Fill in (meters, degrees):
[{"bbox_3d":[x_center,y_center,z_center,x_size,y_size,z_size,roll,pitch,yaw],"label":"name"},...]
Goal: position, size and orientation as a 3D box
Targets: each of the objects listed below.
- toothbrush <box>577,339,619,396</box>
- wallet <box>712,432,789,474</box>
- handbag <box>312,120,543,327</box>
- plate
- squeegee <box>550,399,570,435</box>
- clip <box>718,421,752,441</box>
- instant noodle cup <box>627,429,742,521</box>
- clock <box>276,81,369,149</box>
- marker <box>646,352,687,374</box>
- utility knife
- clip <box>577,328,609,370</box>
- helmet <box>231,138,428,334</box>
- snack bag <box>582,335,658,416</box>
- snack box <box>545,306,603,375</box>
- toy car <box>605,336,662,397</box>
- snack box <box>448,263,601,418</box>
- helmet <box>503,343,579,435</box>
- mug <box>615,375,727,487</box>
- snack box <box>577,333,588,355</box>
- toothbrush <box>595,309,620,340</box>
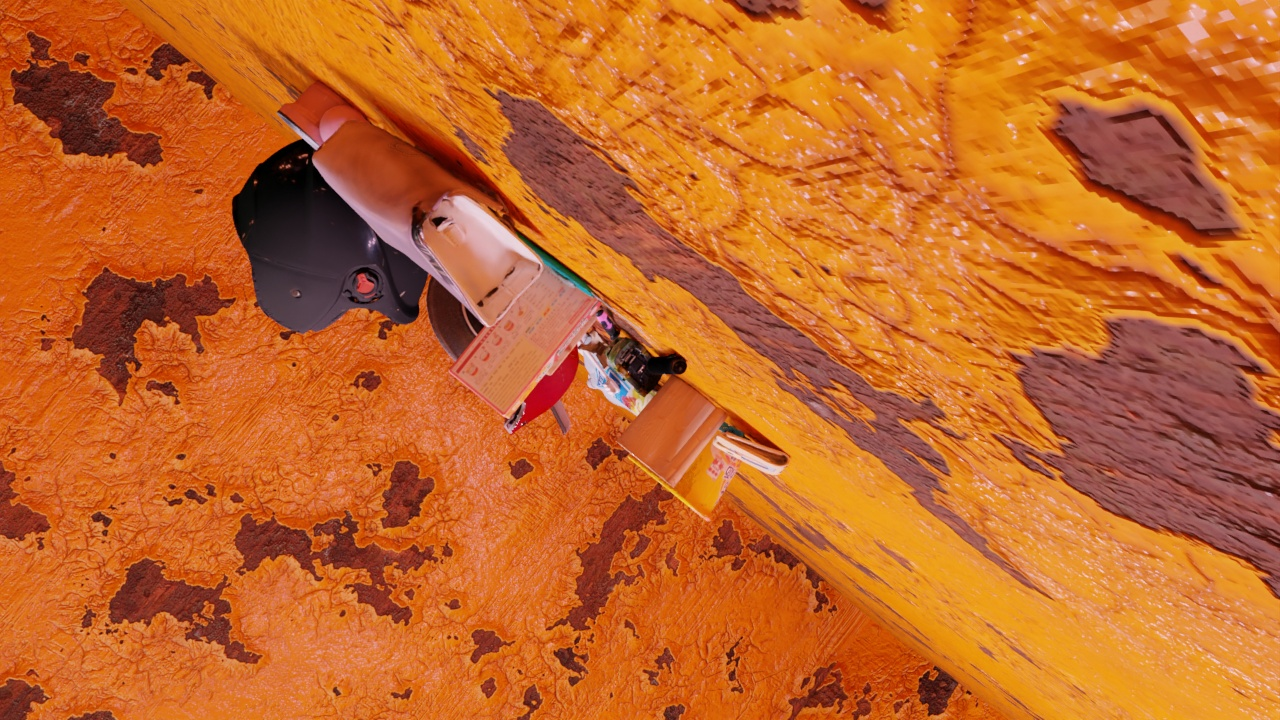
[{"bbox_3d":[-0.089,-0.022,1.328,0.180,0.016,0.016,53,148,-7],"label":"toothbrush"},{"bbox_3d":[0.124,0.103,1.039,0.087,0.024,0.115,20,172,8],"label":"wallet"},{"bbox_3d":[-0.198,-0.138,0.855,0.197,0.098,0.145,36,176,38],"label":"handbag"},{"bbox_3d":[-0.162,-0.057,1.072,0.179,0.179,0.024,40,140,-17],"label":"plate"},{"bbox_3d":[-0.150,-0.038,1.472,0.249,0.040,0.248,-89,-26,-72],"label":"squeegee"},{"bbox_3d":[0.112,0.087,1.106,0.043,0.014,0.056,41,172,-37],"label":"clip"},{"bbox_3d":[0.069,0.128,1.214,0.138,0.109,0.138,39,174,4],"label":"instant noodle cup"},{"bbox_3d":[-0.331,-0.250,1.028,0.158,0.059,0.117,37,174,32],"label":"clock"},{"bbox_3d":[0.026,0.004,0.957,0.022,0.020,0.132,56,173,-5],"label":"marker"},{"bbox_3d":[-0.078,-0.087,0.919,0.216,0.013,0.029,36,178,18],"label":"utility knife"},{"bbox_3d":[-0.049,-0.008,1.280,0.093,0.035,0.103,38,179,20],"label":"clip"},{"bbox_3d":[-0.386,-0.167,1.200,0.274,0.231,0.233,28,-160,-26],"label":"helmet"},{"bbox_3d":[-0.013,0.047,1.361,0.191,0.038,0.110,34,155,23],"label":"snack bag"},{"bbox_3d":[-0.111,-0.050,1.014,0.093,0.094,0.077,40,174,-15],"label":"snack box"},{"bbox_3d":[-0.006,0.006,1.064,0.036,0.043,0.091,31,169,42],"label":"toy car"},{"bbox_3d":[-0.118,-0.024,0.945,0.077,0.155,0.027,38,175,10],"label":"snack box"},{"bbox_3d":[-0.163,-0.040,1.208,0.207,0.143,0.240,49,158,43],"label":"helmet"},{"bbox_3d":[0.042,0.085,1.065,0.084,0.103,0.125,41,174,-22],"label":"mug"},{"bbox_3d":[-0.080,-0.016,1.453,0.085,0.027,0.157,35,173,45],"label":"snack box"},{"bbox_3d":[-0.037,-0.041,0.995,0.018,0.014,0.189,48,179,7],"label":"toothbrush"}]
